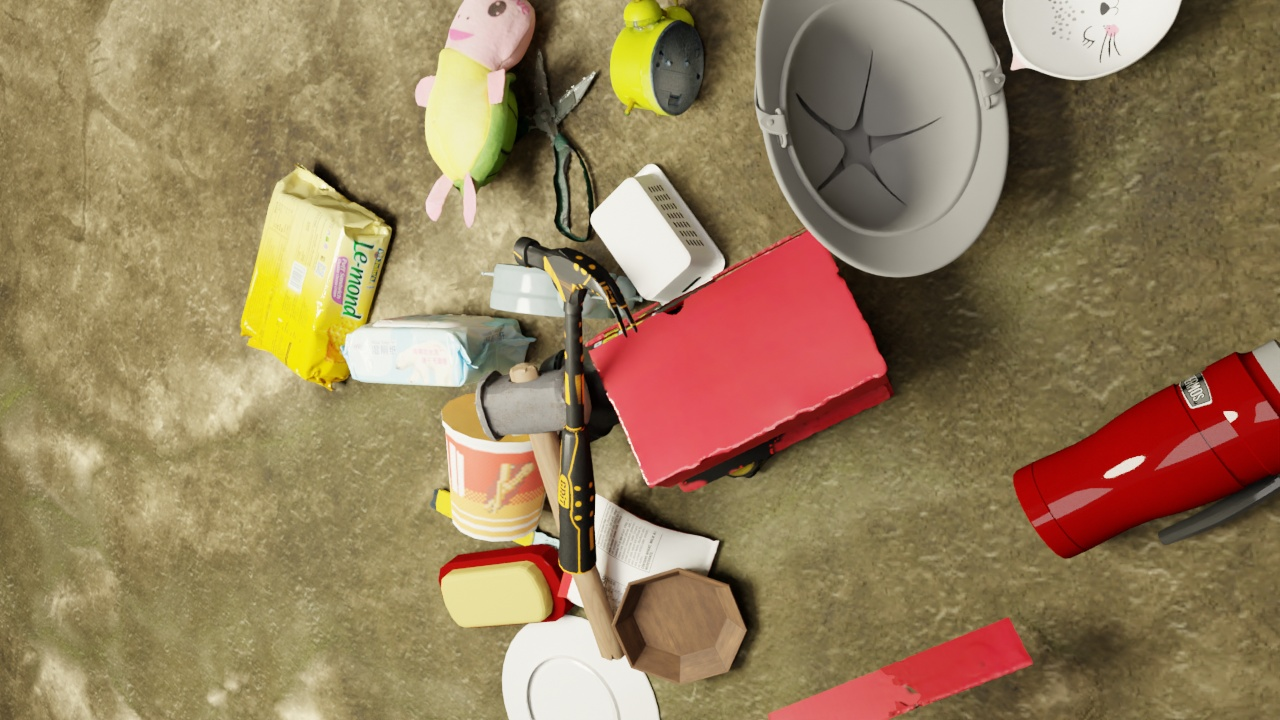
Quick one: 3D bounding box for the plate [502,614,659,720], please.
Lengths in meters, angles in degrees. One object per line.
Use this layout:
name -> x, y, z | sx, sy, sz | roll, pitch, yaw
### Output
plate -> -0.073, 0.384, 1.013 | 0.209, 0.015, 0.208 | 5, 100, 29

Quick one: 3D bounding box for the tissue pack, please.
tissue pack -> -0.214, -0.013, 0.981 | 0.182, 0.111, 0.070 | 1, 99, 29

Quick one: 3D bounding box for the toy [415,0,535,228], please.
toy -> -0.167, -0.253, 0.918 | 0.190, 0.087, 0.238 | 15, 95, 54

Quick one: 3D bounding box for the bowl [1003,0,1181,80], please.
bowl -> 0.328, -0.260, 0.666 | 0.115, 0.050, 0.115 | 5, 100, 29

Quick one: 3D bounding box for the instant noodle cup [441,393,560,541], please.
instant noodle cup -> -0.148, 0.113, 0.963 | 0.123, 0.123, 0.121 | 18, 113, 27

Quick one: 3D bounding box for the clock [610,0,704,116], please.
clock -> 0.017, -0.278, 0.826 | 0.057, 0.083, 0.119 | 18, 108, 34

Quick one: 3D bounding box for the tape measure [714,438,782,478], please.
tape measure -> 0.091, 0.080, 0.862 | 0.061, 0.034, 0.061 | 47, 119, 17

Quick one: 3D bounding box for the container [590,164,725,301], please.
container -> 0.010, -0.116, 0.871 | 0.081, 0.049, 0.129 | -41, 77, 28

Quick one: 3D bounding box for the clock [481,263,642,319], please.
clock -> -0.073, -0.066, 0.883 | 0.159, 0.122, 0.045 | 9, 97, 38

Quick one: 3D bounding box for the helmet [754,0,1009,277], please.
helmet -> 0.178, -0.191, 0.732 | 0.183, 0.118, 0.271 | -11, 85, 0

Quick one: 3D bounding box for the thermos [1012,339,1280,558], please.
thermos -> 0.389, 0.078, 0.667 | 0.199, 0.083, 0.108 | -37, 98, 31

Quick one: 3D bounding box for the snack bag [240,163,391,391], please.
snack bag -> -0.397, -0.093, 1.100 | 0.160, 0.068, 0.248 | 31, 111, 22

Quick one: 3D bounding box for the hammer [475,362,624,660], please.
hammer -> -0.068, 0.153, 0.877 | 0.098, 0.052, 0.329 | -6, 113, 20

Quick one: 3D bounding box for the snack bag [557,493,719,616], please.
snack bag -> -0.006, 0.213, 0.931 | 0.144, 0.039, 0.131 | 20, 108, 14

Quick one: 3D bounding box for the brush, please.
brush -> -0.155, 0.256, 1.019 | 0.174, 0.041, 0.082 | -14, 100, 31

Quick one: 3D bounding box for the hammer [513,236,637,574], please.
hammer -> -0.052, 0.057, 0.759 | 0.123, 0.036, 0.321 | 29, 132, 36

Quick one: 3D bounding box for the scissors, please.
scissors -> -0.102, -0.203, 0.944 | 0.202, 0.015, 0.204 | -33, 80, 32

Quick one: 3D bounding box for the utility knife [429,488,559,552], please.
utility knife -> -0.147, 0.188, 1.026 | 0.225, 0.019, 0.030 | 17, 110, 29

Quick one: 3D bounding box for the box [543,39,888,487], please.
box -> 0.047, -0.112, 0.857 | 0.214, 0.477, 0.171 | -28, 126, 12

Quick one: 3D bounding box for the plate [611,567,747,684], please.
plate -> 0.039, 0.256, 0.901 | 0.131, 0.025, 0.131 | 2, 108, 5

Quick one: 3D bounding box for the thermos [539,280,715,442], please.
thermos -> -0.005, 0.005, 0.876 | 0.221, 0.098, 0.098 | -29, 83, 24
